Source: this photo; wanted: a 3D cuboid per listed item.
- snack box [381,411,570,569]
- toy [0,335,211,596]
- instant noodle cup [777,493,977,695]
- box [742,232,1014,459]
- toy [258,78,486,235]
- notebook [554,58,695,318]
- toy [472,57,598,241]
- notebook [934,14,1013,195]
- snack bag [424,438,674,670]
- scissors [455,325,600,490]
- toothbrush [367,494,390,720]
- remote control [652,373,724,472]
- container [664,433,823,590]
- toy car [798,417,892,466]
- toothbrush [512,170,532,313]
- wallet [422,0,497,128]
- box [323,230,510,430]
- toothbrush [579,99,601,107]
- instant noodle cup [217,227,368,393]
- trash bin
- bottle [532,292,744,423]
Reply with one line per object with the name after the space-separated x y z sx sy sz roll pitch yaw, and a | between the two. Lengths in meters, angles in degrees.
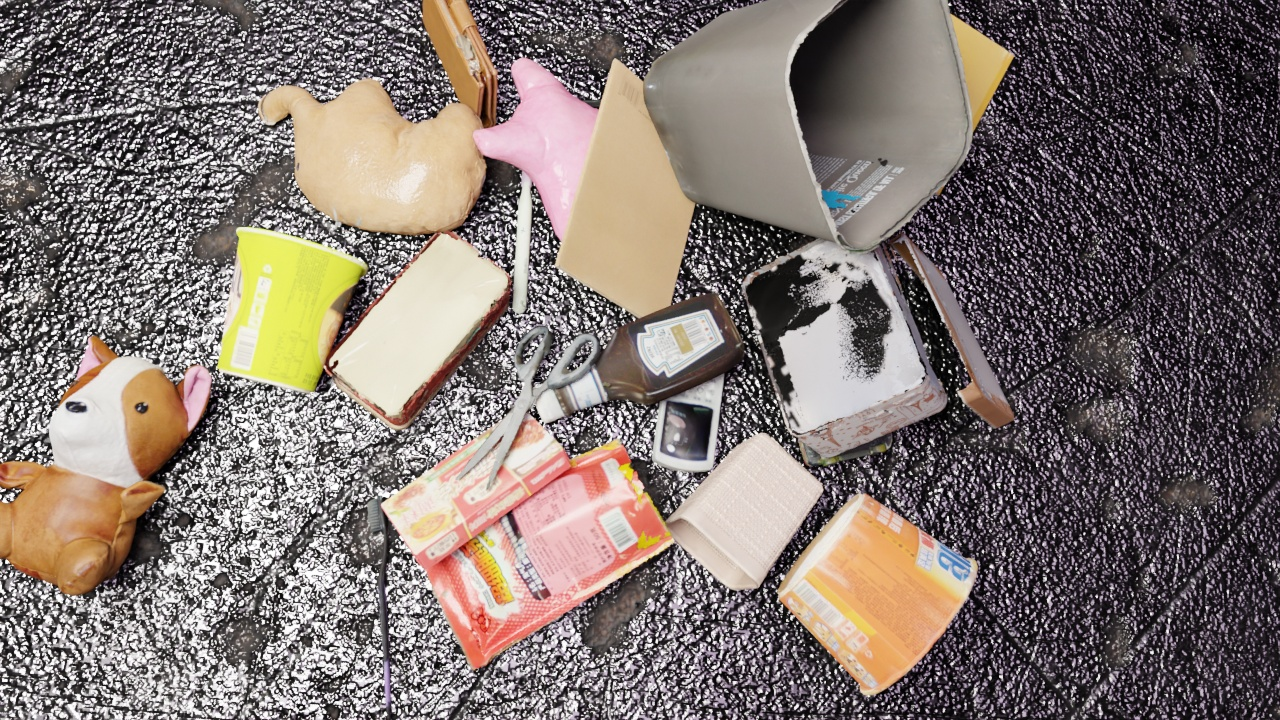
-0.143 0.108 0.799 0.152 0.025 0.075 -35 45 -16 | snack box
-0.438 0.078 0.734 0.140 0.131 0.199 20 65 1 | toy
0.200 0.196 0.802 0.111 0.151 0.151 39 73 10 | instant noodle cup
0.217 -0.007 0.865 0.158 0.205 0.180 -30 60 25 | box
-0.256 -0.190 0.848 0.226 0.083 0.143 15 74 -1 | toy
-0.001 -0.154 0.867 0.149 0.012 0.211 29 69 -43 | notebook
-0.069 -0.189 0.864 0.194 0.075 0.178 12 71 -34 | toy
0.307 -0.297 1.002 0.146 0.010 0.206 32 74 -2 | notebook
-0.084 0.162 0.802 0.207 0.073 0.128 -29 76 -7 | snack bag
-0.099 0.034 0.814 0.165 0.014 0.163 -23 45 6 | scissors
-0.223 0.211 0.789 0.017 0.014 0.189 -5 78 -3 | toothbrush
0.049 0.031 0.874 0.058 0.021 0.150 10 75 -7 | remote control
0.095 0.134 0.825 0.090 0.090 0.110 42 71 2 | container
0.197 0.076 0.882 0.090 0.035 0.042 -11 80 -10 | toy car
-0.110 -0.137 0.888 0.020 0.029 0.189 -5 75 32 | toothbrush
-0.171 -0.297 0.869 0.031 0.108 0.131 -24 81 -17 | wallet
-0.193 -0.028 0.817 0.091 0.077 0.168 37 74 1 | box
-0.029 -0.263 0.934 0.181 0.018 0.015 0 74 -11 | toothbrush
-0.307 -0.038 0.792 0.111 0.112 0.123 14 83 -6 | instant noodle cup
0.140 -0.224 0.821 0.198 0.220 0.199 -41 122 -22 | trash bin
-0.005 0.005 0.846 0.195 0.044 0.079 -23 65 -3 | bottle
